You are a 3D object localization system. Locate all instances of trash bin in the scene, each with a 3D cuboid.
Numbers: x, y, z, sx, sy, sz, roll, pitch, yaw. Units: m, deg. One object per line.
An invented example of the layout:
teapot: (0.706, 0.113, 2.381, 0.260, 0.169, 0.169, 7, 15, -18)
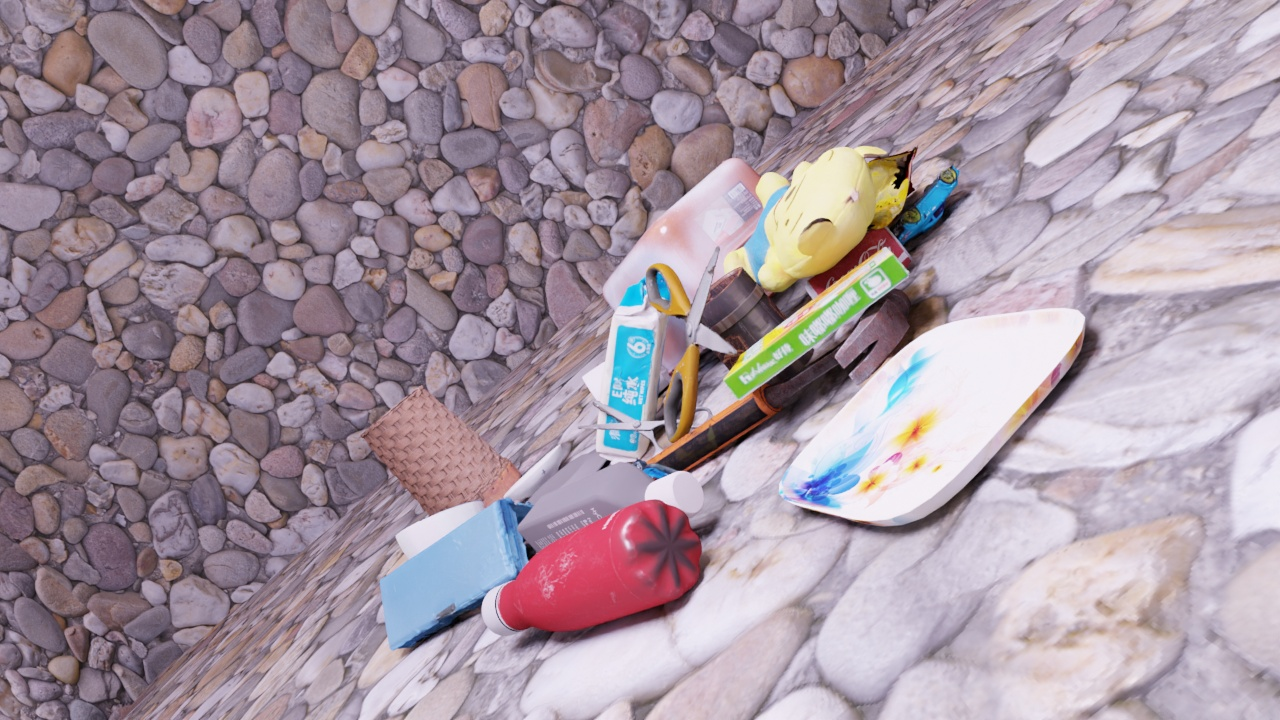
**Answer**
trash bin: (0.077, -0.115, 1.156, 0.181, 0.157, 0.260, -43, 0, -22)
trash bin: (-0.306, 0.149, 1.407, 0.151, 0.210, 0.151, -39, 10, 8)

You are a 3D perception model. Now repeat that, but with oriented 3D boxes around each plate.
plate: (-0.105, 0.159, 1.145, 0.178, 0.012, 0.178, -40, 7, 5)
plate: (0.183, 0.037, 0.592, 0.186, 0.016, 0.187, -43, 10, -14)
plate: (-0.140, 0.159, 1.248, 0.104, 0.026, 0.104, -42, 3, 2)

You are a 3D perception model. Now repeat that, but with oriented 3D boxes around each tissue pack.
tissue pack: (-0.006, 0.006, 1.039, 0.116, 0.066, 0.210, -71, -9, -66)

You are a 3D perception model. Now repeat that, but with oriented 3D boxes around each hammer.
hammer: (0.094, 0.049, 0.807, 0.315, 0.035, 0.137, -37, 3, 32)

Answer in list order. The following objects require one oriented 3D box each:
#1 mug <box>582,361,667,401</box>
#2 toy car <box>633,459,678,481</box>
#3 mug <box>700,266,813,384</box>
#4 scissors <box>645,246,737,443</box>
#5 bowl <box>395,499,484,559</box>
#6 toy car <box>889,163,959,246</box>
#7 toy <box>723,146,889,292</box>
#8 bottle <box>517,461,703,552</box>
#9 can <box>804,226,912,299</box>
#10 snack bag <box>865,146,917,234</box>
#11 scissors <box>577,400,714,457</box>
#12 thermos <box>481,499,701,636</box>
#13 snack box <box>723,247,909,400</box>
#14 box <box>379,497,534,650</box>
mug: (-0.015, 0.035, 1.229, 0.087, 0.081, 0.114, -35, -21, -1)
toy car: (-0.002, 0.127, 0.816, 0.120, 0.056, 0.043, -38, 34, 48)
mug: (0.099, -0.026, 0.923, 0.079, 0.107, 0.116, -45, 11, -23)
scissors: (0.041, -0.030, 0.874, 0.228, 0.016, 0.226, -112, 27, -45)
bowl: (-0.243, 0.228, 1.159, 0.116, 0.065, 0.116, -23, -11, -5)
toy car: (0.295, -0.156, 0.946, 0.105, 0.032, 0.048, -49, -5, -7)
toy: (0.165, -0.137, 0.908, 0.148, 0.084, 0.214, -66, 14, -13)
bottle: (-0.018, 0.132, 0.755, 0.174, 0.084, 0.046, -30, 14, 43)
can: (0.214, -0.084, 0.900, 0.097, 0.054, 0.054, -39, 10, 15)
snack bag: (0.260, -0.175, 1.038, 0.139, 0.066, 0.207, -45, -7, 6)
scissors: (0.013, 0.061, 0.956, 0.147, 0.014, 0.141, -34, 44, -3)
thermos: (-0.053, 0.175, 0.724, 0.241, 0.073, 0.073, -32, 13, 44)
snack box: (0.151, -0.035, 0.786, 0.168, 0.027, 0.131, -38, 0, 16)
box: (-0.184, 0.246, 1.041, 0.232, 0.094, 0.112, -37, -33, 31)
